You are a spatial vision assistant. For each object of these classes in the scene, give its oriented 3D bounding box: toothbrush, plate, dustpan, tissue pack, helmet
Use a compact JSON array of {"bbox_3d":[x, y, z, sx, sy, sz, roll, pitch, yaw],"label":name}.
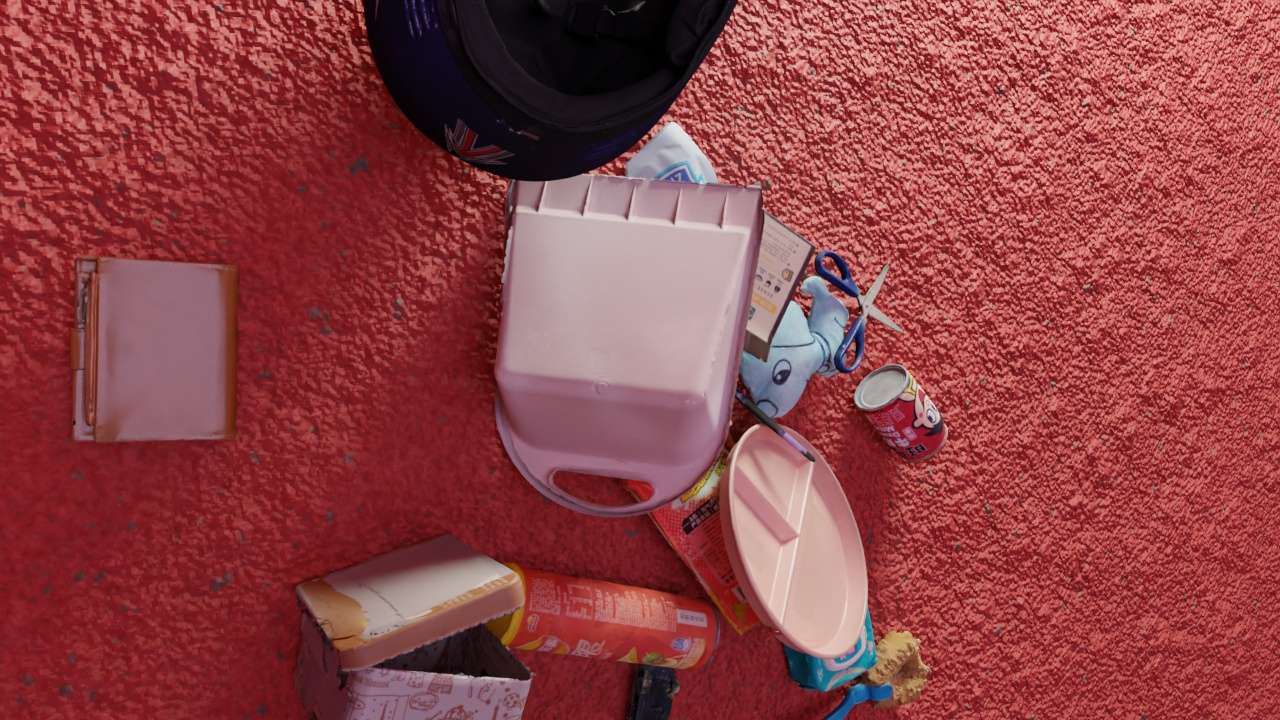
[{"bbox_3d":[0.101,0.037,0.891,0.189,0.017,0.014,40,35,-5],"label":"toothbrush"},{"bbox_3d":[0.148,0.171,0.884,0.229,0.028,0.229,31,46,-38],"label":"plate"},{"bbox_3d":[-0.022,-0.016,0.789,0.223,0.139,0.272,9,64,9],"label":"dustpan"},{"bbox_3d":[0.196,0.275,0.970,0.093,0.050,0.133,-19,101,-28],"label":"tissue pack"},{"bbox_3d":[-0.063,-0.289,0.679,0.247,0.240,0.315,30,89,-27],"label":"helmet"}]

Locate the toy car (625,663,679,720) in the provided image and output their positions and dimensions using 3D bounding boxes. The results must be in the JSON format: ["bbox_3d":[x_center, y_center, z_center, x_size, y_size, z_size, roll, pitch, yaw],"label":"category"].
[{"bbox_3d":[0.007,0.331,0.874,0.043,0.034,0.090,9,90,-33],"label":"toy car"}]

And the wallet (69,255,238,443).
[{"bbox_3d":[-0.346,-0.007,0.657,0.107,0.031,0.132,0,92,-33],"label":"wallet"}]

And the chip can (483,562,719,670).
[{"bbox_3d":[-0.033,0.233,0.825,0.216,0.073,0.073,17,84,-29],"label":"chip can"}]

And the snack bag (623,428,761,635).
[{"bbox_3d":[0.077,0.154,0.893,0.128,0.073,0.208,-40,103,-29],"label":"snack bag"}]

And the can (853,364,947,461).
[{"bbox_3d":[0.286,0.059,1.002,0.094,0.067,0.066,47,70,-23],"label":"can"}]

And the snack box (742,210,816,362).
[{"bbox_3d":[0.089,-0.079,0.848,0.113,0.053,0.125,30,83,-24],"label":"snack box"}]

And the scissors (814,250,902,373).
[{"bbox_3d":[0.232,-0.055,0.971,0.175,0.012,0.162,36,58,-36],"label":"scissors"}]

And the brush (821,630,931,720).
[{"bbox_3d":[0.223,0.372,0.988,0.254,0.046,0.083,-19,105,-34],"label":"brush"}]

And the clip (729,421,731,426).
[{"bbox_3d":[0.042,0.028,0.857,0.070,0.034,0.100,-29,79,16],"label":"clip"}]

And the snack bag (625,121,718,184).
[{"bbox_3d":[0.052,-0.123,0.878,0.110,0.039,0.191,-43,111,-9],"label":"snack bag"}]

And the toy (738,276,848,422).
[{"bbox_3d":[0.154,-0.013,0.934,0.156,0.050,0.161,12,81,-32],"label":"toy"}]

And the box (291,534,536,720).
[{"bbox_3d":[-0.174,0.199,0.682,0.146,0.181,0.148,17,87,-30],"label":"box"}]
